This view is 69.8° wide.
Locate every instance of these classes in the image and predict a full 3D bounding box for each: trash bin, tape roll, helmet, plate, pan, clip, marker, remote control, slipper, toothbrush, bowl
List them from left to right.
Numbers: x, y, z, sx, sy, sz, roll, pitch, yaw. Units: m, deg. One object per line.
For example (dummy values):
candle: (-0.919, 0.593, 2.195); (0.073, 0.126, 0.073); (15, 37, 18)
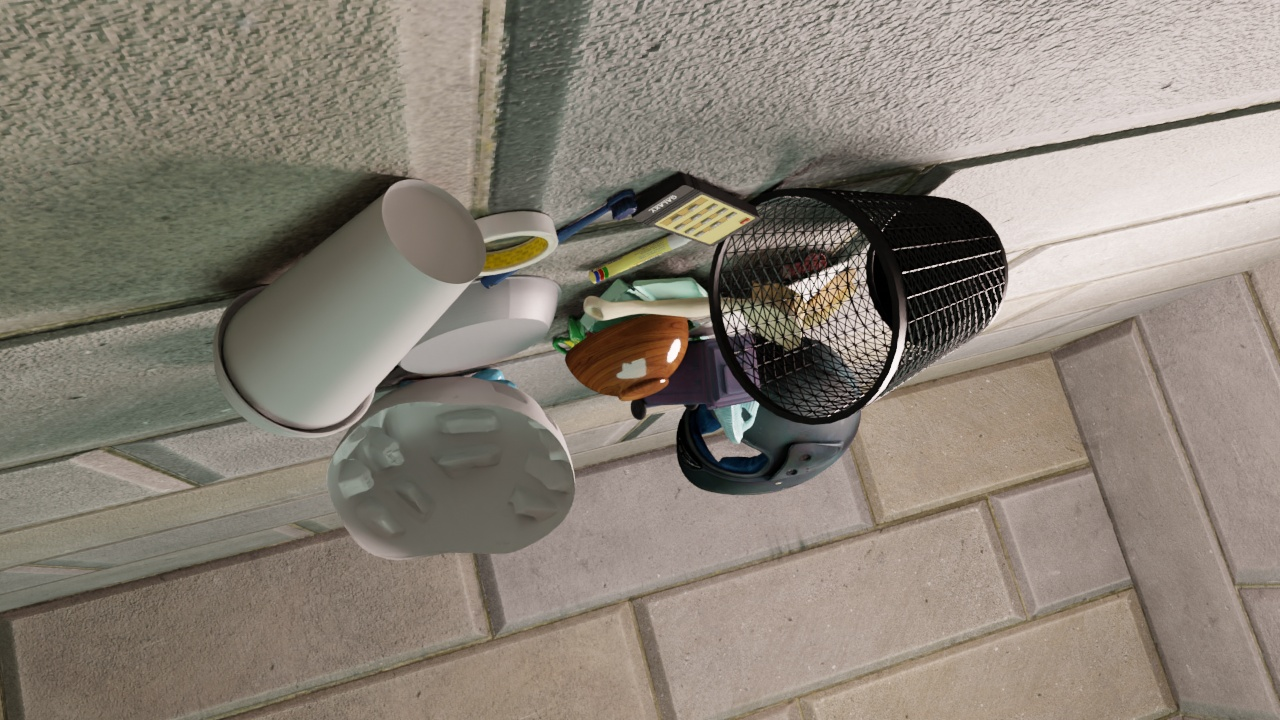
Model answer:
pan: (-0.219, -0.010, 1.010); (0.200, 0.050, 0.358); (-7, 164, -37)
helmet: (-0.212, 0.121, 1.078); (0.283, 0.224, 0.183); (-5, -143, 23)
tape roll: (-0.116, -0.096, 0.760); (0.094, 0.019, 0.094); (-15, 169, -3)
toothbrush: (-0.074, -0.100, 0.799); (0.190, 0.017, 0.016); (-23, 166, 37)
bowl: (-0.006, 0.006, 1.046); (0.147, 0.069, 0.147); (-19, 167, -5)
marker: (0.007, -0.105, 0.897); (0.133, 0.014, 0.014); (-21, 168, 27)
trash bin: (0.067, 0.021, 1.143); (0.093, 0.092, 0.161); (-8, -179, -37)
remote control: (0.050, -0.129, 0.800); (0.058, 0.013, 0.133); (-28, 160, 31)
slipper: (0.123, 0.025, 1.346); (0.069, 0.116, 0.276); (-28, 146, -1)
plate: (0.159, -0.063, 1.152); (0.229, 0.030, 0.229); (-24, 179, -1)
helmet: (0.215, 0.080, 1.552); (0.316, 0.248, 0.236); (-11, 141, -9)
clip: (0.194, -0.113, 1.109); (0.044, 0.023, 0.060); (-13, 175, -21)
trash bin: (0.230, -0.071, 0.913); (0.242, 0.217, 0.218); (-15, 172, -40)

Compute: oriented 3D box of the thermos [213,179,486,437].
thermos: (-0.213, -0.038, 0.677); (0.222, 0.131, 0.131); (-33, 161, 36)

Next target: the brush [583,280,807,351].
brush: (0.063, -0.053, 0.962); (0.271, 0.077, 0.062); (2, 151, -30)

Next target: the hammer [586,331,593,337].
hammer: (0.004, -0.015, 1.320); (0.126, 0.036, 0.315); (-22, 167, 21)

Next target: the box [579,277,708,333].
box: (0.016, -0.060, 1.059); (0.138, 0.057, 0.187); (-29, 167, 9)

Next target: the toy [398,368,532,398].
toy: (-0.216, 0.058, 1.207); (0.181, 0.114, 0.183); (-25, 128, 33)

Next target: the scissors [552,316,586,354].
scissors: (-0.072, -0.026, 1.137); (0.071, 0.014, 0.131); (17, 159, -4)

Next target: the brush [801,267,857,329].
brush: (0.243, -0.080, 1.210); (0.116, 0.039, 0.049); (-36, -175, -40)
